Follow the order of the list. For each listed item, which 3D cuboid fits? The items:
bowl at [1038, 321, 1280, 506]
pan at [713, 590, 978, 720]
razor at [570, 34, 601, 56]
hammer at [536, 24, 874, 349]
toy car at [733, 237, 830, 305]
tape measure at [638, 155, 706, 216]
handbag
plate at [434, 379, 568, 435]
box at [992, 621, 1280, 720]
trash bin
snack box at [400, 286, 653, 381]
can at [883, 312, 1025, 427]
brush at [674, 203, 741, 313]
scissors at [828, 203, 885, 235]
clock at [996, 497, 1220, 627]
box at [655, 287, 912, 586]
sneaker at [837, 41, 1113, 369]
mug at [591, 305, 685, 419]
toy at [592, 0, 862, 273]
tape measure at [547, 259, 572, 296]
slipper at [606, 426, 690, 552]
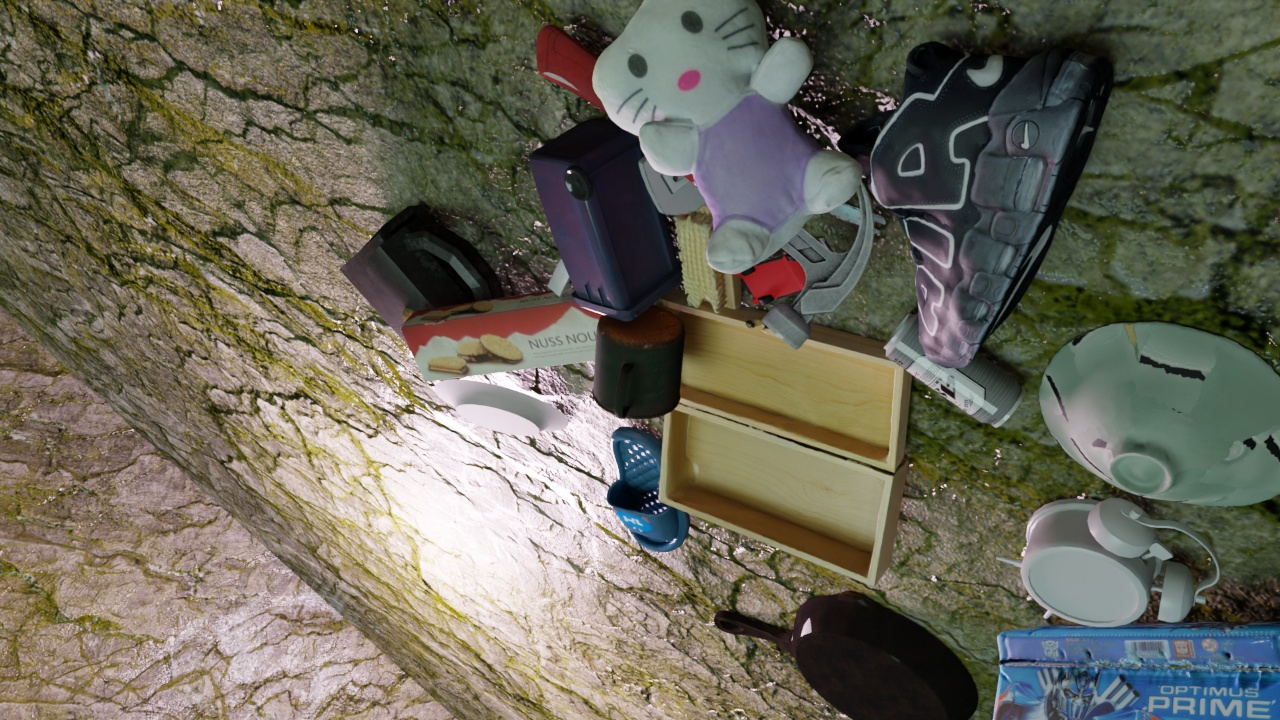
[{"bbox_3d":[0.367,0.060,0.655,0.174,0.067,0.174,27,142,24],"label":"bowl"},{"bbox_3d":[0.231,0.372,1.136,0.357,0.043,0.249,4,130,41],"label":"pan"},{"bbox_3d":[-0.009,-0.243,0.731,0.141,0.018,0.044,7,132,39],"label":"razor"},{"bbox_3d":[0.042,-0.158,0.709,0.315,0.036,0.126,41,101,7],"label":"hammer"},{"bbox_3d":[0.123,-0.074,0.779,0.090,0.025,0.038,-13,118,50],"label":"toy car"},{"bbox_3d":[0.034,-0.152,0.752,0.060,0.062,0.020,57,178,-20],"label":"tape measure"},{"bbox_3d":[-0.229,-0.074,1.046,0.197,0.102,0.200,50,144,-11],"label":"handbag"},{"bbox_3d":[-0.176,0.067,1.149,0.173,0.019,0.173,12,159,4],"label":"plate"},{"bbox_3d":[0.408,0.254,0.750,0.244,0.166,0.075,-23,98,52],"label":"box"},{"bbox_3d":[-0.025,-0.121,0.813,0.092,0.093,0.161,20,139,43],"label":"trash bin"},{"bbox_3d":[-0.116,-0.030,0.952,0.273,0.044,0.077,-6,122,20],"label":"snack box"},{"bbox_3d":[0.248,0.007,0.730,0.106,0.043,0.044,36,145,8],"label":"can"},{"bbox_3d":[0.058,-0.092,0.809,0.049,0.039,0.117,20,139,30],"label":"brush"},{"bbox_3d":[0.134,-0.125,0.729,0.134,0.016,0.073,27,138,11],"label":"scissors"},{"bbox_3d":[0.389,0.165,0.758,0.120,0.060,0.160,49,140,-11],"label":"clock"},{"bbox_3d":[0.131,0.070,0.889,0.247,0.076,0.257,17,130,30],"label":"box"},{"bbox_3d":[0.198,-0.104,0.624,0.151,0.097,0.253,31,143,24],"label":"sneaker"},{"bbox_3d":[-0.005,0.005,0.849,0.085,0.110,0.081,10,121,11],"label":"mug"},{"bbox_3d":[0.059,-0.172,0.636,0.138,0.085,0.209,-36,76,19],"label":"toy"},{"bbox_3d":[-0.060,-0.098,0.897,0.017,0.064,0.065,40,152,2],"label":"tape measure"},{"bbox_3d":[0.006,0.167,1.121,0.104,0.059,0.214,18,137,27],"label":"slipper"}]
